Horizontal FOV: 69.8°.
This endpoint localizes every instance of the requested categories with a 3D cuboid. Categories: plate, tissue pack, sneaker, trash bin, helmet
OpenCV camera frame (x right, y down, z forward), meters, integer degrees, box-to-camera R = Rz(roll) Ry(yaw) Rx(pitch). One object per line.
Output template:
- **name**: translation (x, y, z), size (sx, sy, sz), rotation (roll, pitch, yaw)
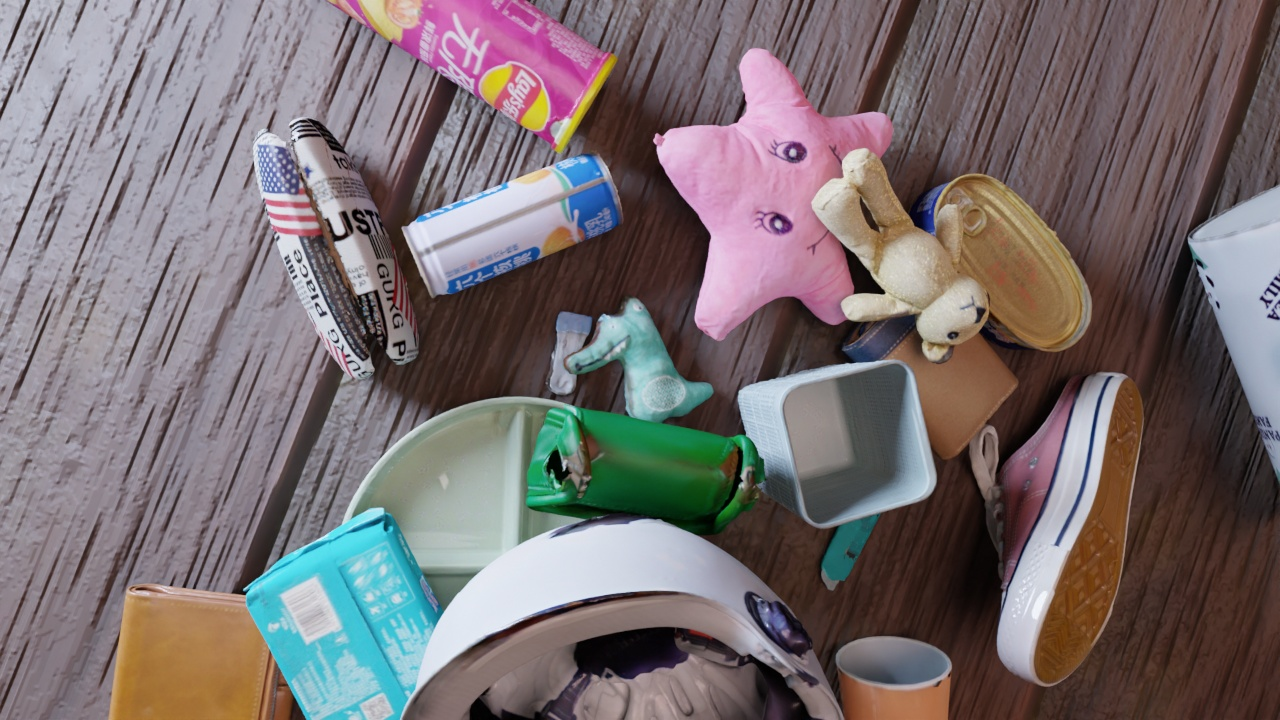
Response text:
- **plate**: translation (-0.084, 0.138, 0.613), size (0.230, 0.027, 0.230), rotation (0, 91, -11)
- **tissue pack**: translation (-0.168, 0.167, 0.557), size (0.093, 0.050, 0.133), rotation (-26, 96, -11)
- **sneaker**: translation (0.288, 0.112, 0.657), size (0.118, 0.088, 0.240), rotation (44, 61, -32)
- **trash bin**: translation (0.534, -0.014, 0.640), size (0.229, 0.230, 0.252), rotation (-27, 91, -10)
- **helmet**: translation (-0.011, 0.180, 0.526), size (0.229, 0.145, 0.258), rotation (-35, 119, 13)

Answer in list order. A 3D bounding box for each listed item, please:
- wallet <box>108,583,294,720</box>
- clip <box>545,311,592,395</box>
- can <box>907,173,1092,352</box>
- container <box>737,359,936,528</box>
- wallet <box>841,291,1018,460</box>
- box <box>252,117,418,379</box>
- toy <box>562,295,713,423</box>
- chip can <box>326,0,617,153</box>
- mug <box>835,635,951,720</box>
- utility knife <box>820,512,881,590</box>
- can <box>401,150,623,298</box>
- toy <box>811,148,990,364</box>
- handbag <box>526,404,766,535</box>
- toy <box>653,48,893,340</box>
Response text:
- **wallet**: translation (-0.268, 0.212, 0.575), size (0.119, 0.035, 0.130), rotation (9, 91, -11)
- **clip**: translation (-0.050, -0.005, 0.621), size (0.026, 0.038, 0.058), rotation (14, 90, -14)
- **can**: translation (0.258, -0.068, 0.664), size (0.148, 0.049, 0.074), rotation (45, 83, -9)
- **container**: translation (0.123, 0.049, 0.609), size (0.090, 0.111, 0.090), rotation (-14, 94, -10)
- **wallet**: translation (0.210, 0.001, 0.660), size (0.115, 0.033, 0.090), rotation (47, 74, -8)
- **box**: translation (-0.200, -0.064, 0.567), size (0.082, 0.075, 0.163), rotation (-19, 98, 1)
- **toy**: translation (-0.004, 0.004, 0.622), size (0.096, 0.030, 0.092), rotation (-26, 93, -28)
- **chip can**: translation (-0.121, -0.217, 0.575), size (0.210, 0.071, 0.071), rotation (31, 85, -10)
- **mug**: translation (0.181, 0.268, 0.648), size (0.078, 0.078, 0.123), rotation (-6, 98, -11)
- **utility knife**: translation (0.172, 0.096, 0.670), size (0.029, 0.013, 0.157), rotation (29, 86, -11)
- **can**: translation (-0.082, -0.088, 0.594), size (0.134, 0.053, 0.053), rotation (-24, 96, -10)
- **toy**: translation (0.172, -0.069, 0.595), size (0.157, 0.066, 0.105), rotation (44, 83, -22)
- **handbag**: translation (0.000, 0.069, 0.555), size (0.131, 0.120, 0.068), rotation (11, 82, -10)
- **toy**: translation (0.082, -0.105, 0.613), size (0.178, 0.075, 0.194), rotation (17, 87, -23)
